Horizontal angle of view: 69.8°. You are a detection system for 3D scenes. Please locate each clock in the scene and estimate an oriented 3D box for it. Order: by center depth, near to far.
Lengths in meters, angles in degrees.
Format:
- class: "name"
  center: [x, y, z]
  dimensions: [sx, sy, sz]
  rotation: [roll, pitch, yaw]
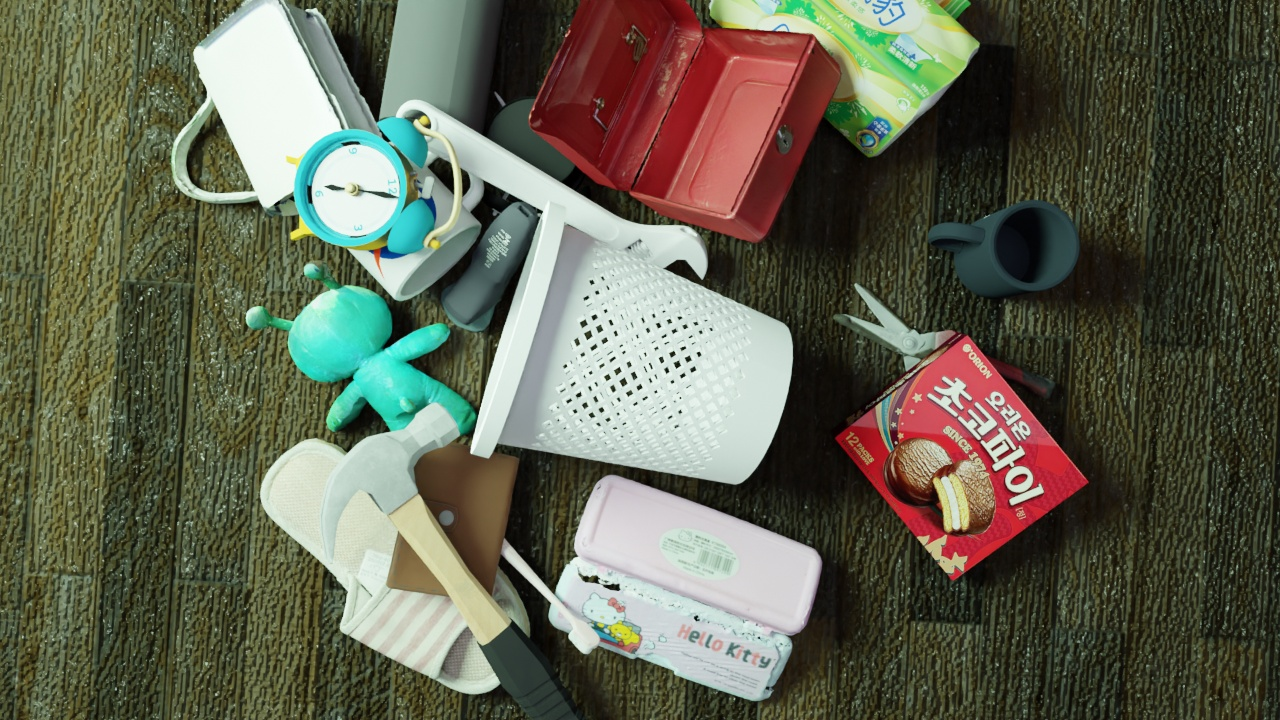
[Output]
- class: "clock"
  center: [-0.193, -0.125, 0.668]
  dimensions: [0.130, 0.043, 0.099]
  rotation: [-5, 90, 6]
- class: "clock"
  center: [-0.087, -0.161, 0.761]
  dimensions: [0.091, 0.042, 0.120]
  rotation: [-1, 89, -1]

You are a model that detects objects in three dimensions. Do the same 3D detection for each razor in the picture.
- class: "razor"
  center: [-0.118, -0.075, 0.726]
  dimensions: [0.047, 0.143, 0.052]
  rotation: [43, 49, 0]

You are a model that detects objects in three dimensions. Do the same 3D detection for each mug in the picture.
- class: "mug"
  center: [-0.180, -0.121, 0.735]
  dimensions: [0.121, 0.091, 0.090]
  rotation: [-43, 90, -2]
- class: "mug"
  center: [0.289, -0.093, 0.750]
  dimensions: [0.105, 0.077, 0.071]
  rotation: [14, 89, -1]

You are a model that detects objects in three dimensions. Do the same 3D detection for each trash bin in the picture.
- class: "trash bin"
  center: [-0.004, 0.004, 0.701]
  dimensions: [0.199, 0.195, 0.195]
  rotation: [17, 89, -11]

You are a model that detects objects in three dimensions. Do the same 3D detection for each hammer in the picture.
- class: "hammer"
  center: [-0.122, 0.198, 0.713]
  dimensions: [0.131, 0.039, 0.328]
  rotation: [-37, 102, -22]

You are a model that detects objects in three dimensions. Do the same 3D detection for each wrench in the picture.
- class: "wrench"
  center: [-0.066, -0.128, 0.729]
  dimensions: [0.273, 0.018, 0.066]
  rotation: [27, 123, -17]

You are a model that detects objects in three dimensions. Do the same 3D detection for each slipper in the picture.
- class: "slipper"
  center: [-0.205, 0.171, 0.752]
  dimensions: [0.263, 0.052, 0.115]
  rotation: [42, 88, 0]

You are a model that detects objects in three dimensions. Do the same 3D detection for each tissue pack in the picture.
- class: "tissue pack"
  center: [0.178, -0.288, 0.739]
  dimensions: [0.197, 0.120, 0.141]
  rotation: [44, 74, -6]

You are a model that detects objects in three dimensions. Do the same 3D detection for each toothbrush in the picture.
- class: "toothbrush"
  center: [-0.100, 0.171, 0.757]
  dimensions: [0.181, 0.015, 0.018]
  rotation: [44, 128, 12]

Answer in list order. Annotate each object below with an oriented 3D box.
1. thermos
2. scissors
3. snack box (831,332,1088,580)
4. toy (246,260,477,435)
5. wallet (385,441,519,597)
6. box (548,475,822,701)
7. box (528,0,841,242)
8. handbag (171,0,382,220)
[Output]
- class: "thermos"
  center: [-0.150, -0.302, 0.742]
  dimensions: [0.082, 0.082, 0.240]
  rotation: [9, 89, -1]
- class: "scissors"
  center: [0.262, 0.009, 0.781]
  dimensions: [0.185, 0.015, 0.179]
  rotation: [-11, 89, 0]
- class: "snack box"
  center: [0.260, 0.078, 0.757]
  dimensions: [0.133, 0.035, 0.152]
  rotation: [-40, 90, 9]
- class: "toy"
  center: [-0.219, 0.005, 0.748]
  dimensions: [0.130, 0.072, 0.193]
  rotation: [-45, 100, -2]
- class: "wallet"
  center: [-0.149, 0.128, 0.736]
  dimensions: [0.087, 0.013, 0.120]
  rotation: [16, 75, -24]
- class: "box"
  center: [0.037, 0.190, 0.751]
  dimensions: [0.201, 0.066, 0.153]
  rotation: [20, 89, 0]
- class: "box"
  center: [0.044, -0.194, 0.697]
  dimensions: [0.170, 0.156, 0.156]
  rotation: [24, 91, 24]
- class: "handbag"
  center: [-0.310, -0.190, 0.754]
  dimensions: [0.176, 0.074, 0.151]
  rotation: [-27, 89, 18]
